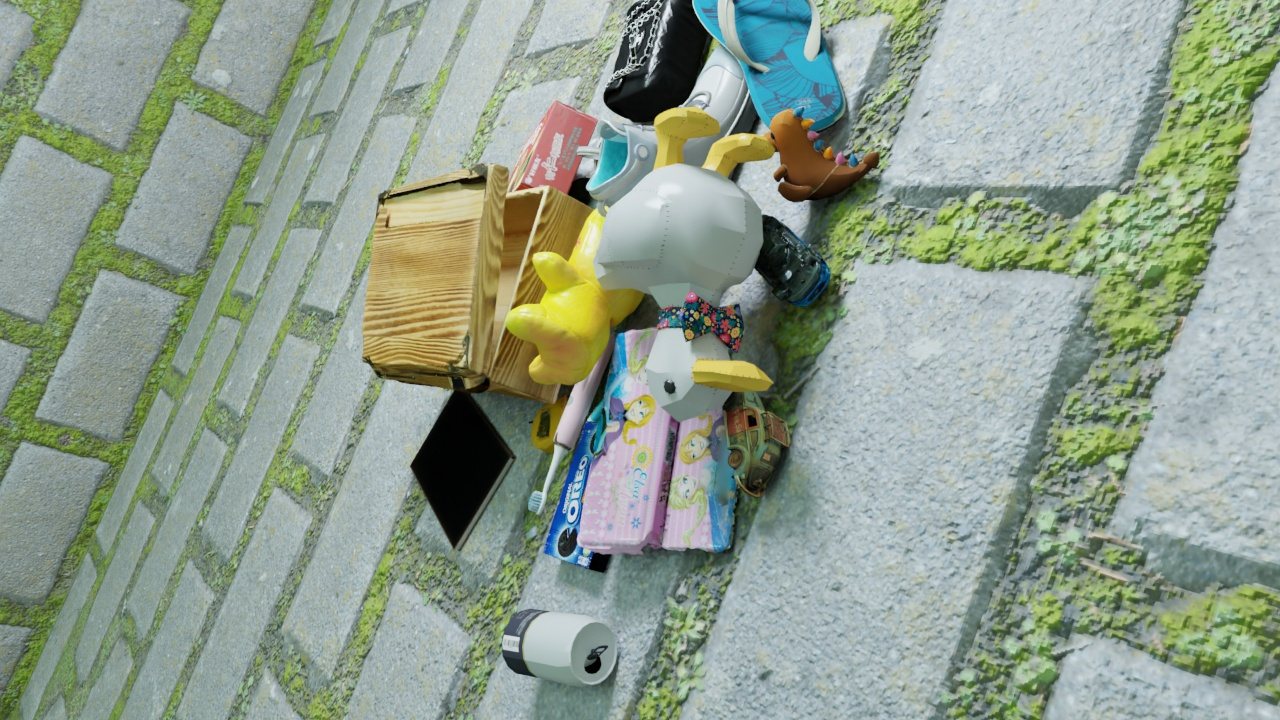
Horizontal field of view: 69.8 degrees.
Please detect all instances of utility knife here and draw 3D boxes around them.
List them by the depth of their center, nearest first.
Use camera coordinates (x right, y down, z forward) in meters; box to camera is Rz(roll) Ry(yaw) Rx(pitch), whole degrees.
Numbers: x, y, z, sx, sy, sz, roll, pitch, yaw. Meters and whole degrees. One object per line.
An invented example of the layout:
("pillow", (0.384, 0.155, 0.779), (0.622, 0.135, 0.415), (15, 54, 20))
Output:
("utility knife", (-0.006, 0.006, 1.000), (0.169, 0.015, 0.022), (-53, 7, 13))

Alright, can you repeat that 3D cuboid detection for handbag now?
("handbag", (0.002, -0.381, 1.130), (0.125, 0.114, 0.153), (-2, 72, 52))

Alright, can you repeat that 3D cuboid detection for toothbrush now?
("toothbrush", (-0.075, 0.066, 1.020), (0.027, 0.026, 0.222), (-13, 53, 67))

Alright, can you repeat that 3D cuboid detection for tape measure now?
("tape measure", (-0.102, 0.077, 1.059), (0.068, 0.030, 0.058), (-24, 50, 41))

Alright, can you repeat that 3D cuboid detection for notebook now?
("notebook", (-0.239, 0.134, 1.208), (0.141, 0.008, 0.209), (-58, 37, 8))

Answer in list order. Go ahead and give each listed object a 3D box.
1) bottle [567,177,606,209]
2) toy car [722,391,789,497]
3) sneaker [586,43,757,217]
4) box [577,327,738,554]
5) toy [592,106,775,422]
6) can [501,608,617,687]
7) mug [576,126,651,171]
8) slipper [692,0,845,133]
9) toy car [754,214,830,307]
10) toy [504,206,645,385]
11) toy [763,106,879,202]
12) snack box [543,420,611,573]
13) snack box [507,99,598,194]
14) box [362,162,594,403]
("bottle", (-0.037, -0.167, 1.102), (0.055, 0.055, 0.174), (-56, 39, 11))
("toy car", (0.103, 0.063, 0.808), (0.047, 0.047, 0.111), (-24, 56, 29))
("sneaker", (0.034, -0.256, 0.982), (0.093, 0.160, 0.256), (10, 79, 52))
("box", (0.027, 0.072, 0.884), (0.160, 0.035, 0.230), (-7, 63, 34))
("toy", (0.037, -0.083, 0.831), (0.247, 0.140, 0.267), (12, 91, 51))
("can", (-0.076, 0.277, 0.885), (0.128, 0.064, 0.064), (-11, 62, 47))
("mug", (-0.014, -0.233, 1.065), (0.071, 0.113, 0.084), (13, 98, 50))
("slipper", (0.136, -0.346, 0.957), (0.118, 0.060, 0.294), (-14, 55, -3))
("toy car", (0.137, -0.094, 0.859), (0.056, 0.043, 0.120), (-52, 36, 16))
("toy", (-0.054, -0.067, 0.965), (0.087, 0.134, 0.193), (9, 45, 29))
("toy", (0.166, -0.196, 0.848), (0.103, 0.090, 0.070), (-11, 30, 46))
("snack box", (-0.049, 0.140, 0.960), (0.082, 0.027, 0.150), (3, 71, 49))
("snack box", (-0.126, -0.244, 1.182), (0.113, 0.060, 0.236), (-68, 15, -6))
("box", (-0.210, -0.080, 1.097), (0.280, 0.176, 0.247), (5, 78, 50))
